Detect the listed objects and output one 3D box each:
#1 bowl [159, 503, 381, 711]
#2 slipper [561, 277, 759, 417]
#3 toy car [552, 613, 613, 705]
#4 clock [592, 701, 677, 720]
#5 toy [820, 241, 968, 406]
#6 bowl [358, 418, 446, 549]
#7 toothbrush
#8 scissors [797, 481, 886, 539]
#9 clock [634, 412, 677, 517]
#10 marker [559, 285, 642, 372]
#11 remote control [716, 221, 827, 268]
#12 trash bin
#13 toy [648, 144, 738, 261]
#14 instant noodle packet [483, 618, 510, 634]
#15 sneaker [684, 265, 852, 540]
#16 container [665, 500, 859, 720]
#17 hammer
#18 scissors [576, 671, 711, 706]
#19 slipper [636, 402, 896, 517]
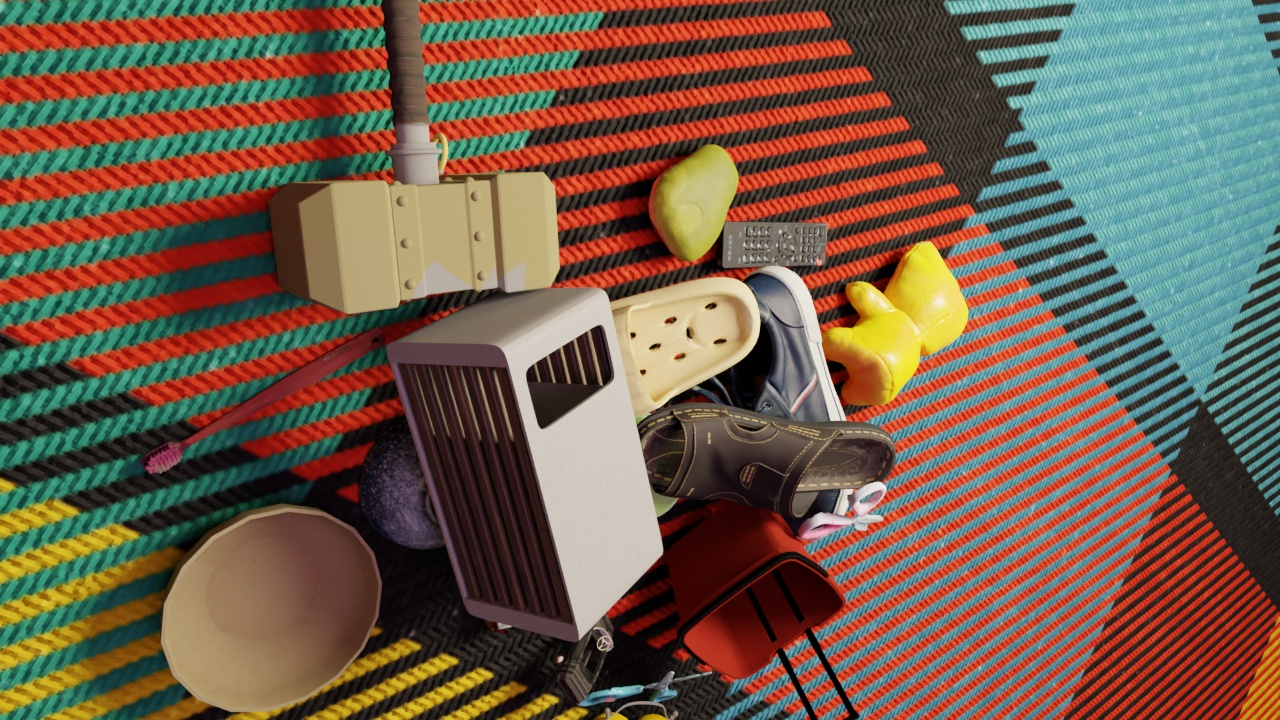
[{"bbox_3d":[-0.274,0.176,0.678,0.152,0.050,0.152,-8,104,-35],"label":"bowl"},{"bbox_3d":[-0.005,0.005,0.787,0.261,0.079,0.111,-21,112,-14],"label":"slipper"},{"bbox_3d":[-0.049,0.271,0.852,0.040,0.037,0.092,64,30,-25],"label":"toy car"},{"bbox_3d":[-0.021,0.409,0.911,0.113,0.052,0.152,19,93,-37],"label":"clock"},{"bbox_3d":[0.291,-0.040,1.024,0.193,0.087,0.134,-38,115,-23],"label":"toy"},{"bbox_3d":[-0.161,0.103,0.740,0.114,0.061,0.114,-8,104,-36],"label":"bowl"},{"bbox_3d":[-0.270,0.027,0.671,0.189,0.016,0.016,-34,116,-26],"label":"toothbrush"},{"bbox_3d":[0.227,0.150,0.917,0.103,0.016,0.178,-40,150,22],"label":"scissors"},{"bbox_3d":[0.005,0.101,0.871,0.094,0.043,0.119,40,75,-36],"label":"clock"},{"bbox_3d":[-0.030,-0.019,0.840,0.012,0.013,0.142,-53,124,-16],"label":"marker"},{"bbox_3d":[0.133,-0.118,0.933,0.150,0.022,0.047,-5,102,-37],"label":"remote control"},{"bbox_3d":[-0.080,0.073,0.689,0.114,0.115,0.229,-35,120,-49],"label":"trash bin"},{"bbox_3d":[0.053,-0.150,0.850,0.109,0.051,0.090,-50,126,-21],"label":"toy"},{"bbox_3d":[-0.090,0.175,0.818,0.098,0.040,0.135,0,100,-33],"label":"instant noodle packet"},{"bbox_3d":[0.124,0.063,0.913,0.127,0.121,0.295,-32,114,-41],"label":"sneaker"},{"bbox_3d":[0.116,0.240,0.862,0.148,0.200,0.127,-39,125,11],"label":"container"},{"bbox_3d":[-0.166,-0.208,0.646,0.189,0.101,0.325,-11,106,-34],"label":"hammer"},{"bbox_3d":[0.009,0.325,0.900,0.134,0.135,0.015,56,24,-59],"label":"scissors"},{"bbox_3d":[0.116,0.095,0.830,0.267,0.075,0.113,6,125,-17],"label":"slipper"}]
